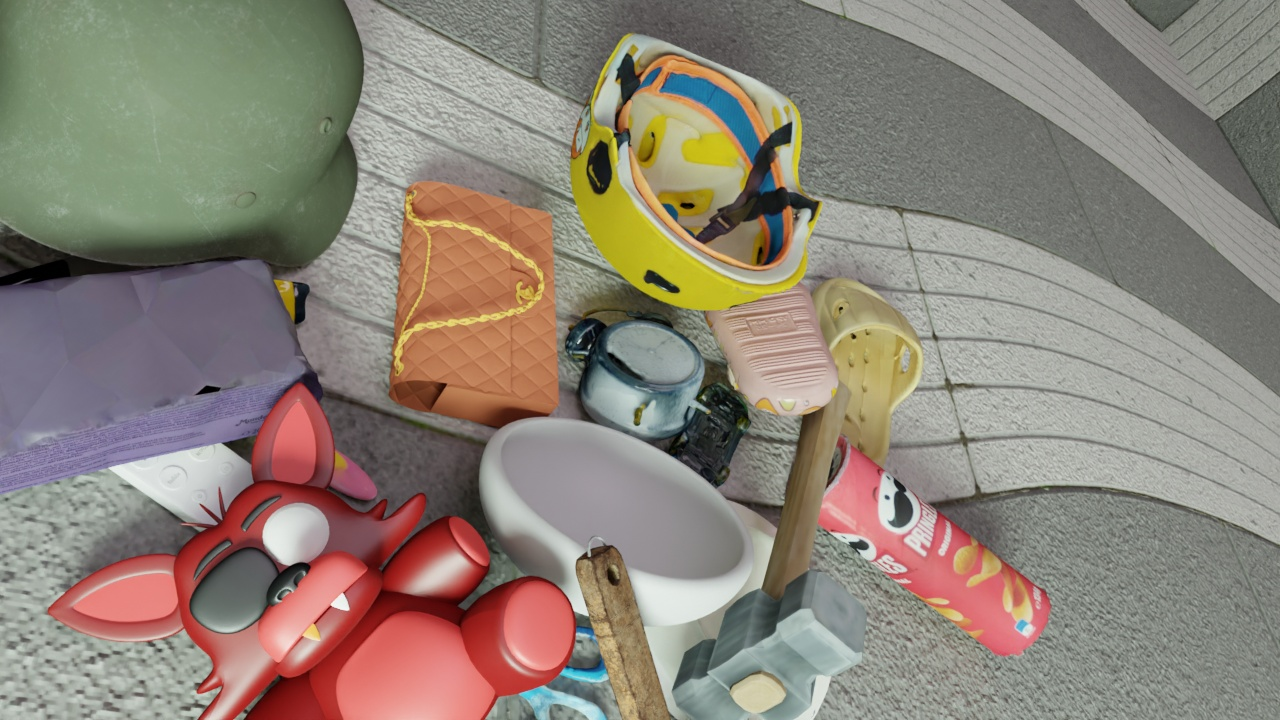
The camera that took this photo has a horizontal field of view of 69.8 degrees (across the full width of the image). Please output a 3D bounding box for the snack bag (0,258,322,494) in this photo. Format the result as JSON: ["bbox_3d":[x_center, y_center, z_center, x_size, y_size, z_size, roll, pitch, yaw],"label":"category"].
[{"bbox_3d":[-0.268,0.002,0.455,0.204,0.059,0.096,-15,70,-42],"label":"snack bag"}]

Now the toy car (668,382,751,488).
[{"bbox_3d":[0.051,0.060,0.708,0.048,0.032,0.105,39,41,-9],"label":"toy car"}]

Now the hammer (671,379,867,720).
[{"bbox_3d":[0.110,0.105,0.631,0.051,0.118,0.321,41,34,-6],"label":"hammer"}]

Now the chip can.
[{"bbox_3d":[0.230,0.155,0.753,0.233,0.073,0.073,37,43,-12],"label":"chip can"}]

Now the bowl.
[{"bbox_3d":[-0.022,0.108,0.567,0.176,0.066,0.176,22,18,-8],"label":"bowl"}]

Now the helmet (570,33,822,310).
[{"bbox_3d":[0.030,-0.132,0.761,0.209,0.140,0.239,11,61,-30],"label":"helmet"}]

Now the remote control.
[{"bbox_3d":[-0.255,0.048,0.486,0.136,0.013,0.043,39,43,-9],"label":"remote control"}]

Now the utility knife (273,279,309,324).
[{"bbox_3d":[-0.269,-0.032,0.529,0.155,0.017,0.030,-6,93,-43],"label":"utility knife"}]

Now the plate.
[{"bbox_3d":[0.070,0.173,0.638,0.182,0.034,0.182,21,48,-26],"label":"plate"}]

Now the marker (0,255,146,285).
[{"bbox_3d":[-0.304,-0.054,0.524,0.138,0.016,0.022,-31,108,-48],"label":"marker"}]

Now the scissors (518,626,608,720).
[{"bbox_3d":[-0.073,0.175,0.540,0.140,0.015,0.083,28,47,-17],"label":"scissors"}]

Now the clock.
[{"bbox_3d":[-0.004,0.004,0.682,0.090,0.052,0.129,-7,43,-28],"label":"clock"}]

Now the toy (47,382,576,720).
[{"bbox_3d":[-0.148,0.125,0.441,0.197,0.121,0.158,42,68,0],"label":"toy"}]

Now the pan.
[{"bbox_3d":[0.027,0.258,0.465,0.207,0.040,0.357,-20,90,-56],"label":"pan"}]

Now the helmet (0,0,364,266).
[{"bbox_3d":[-0.264,-0.175,0.538,0.227,0.154,0.267,37,43,-9],"label":"helmet"}]

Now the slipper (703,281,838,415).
[{"bbox_3d":[0.105,-0.002,0.765,0.093,0.082,0.197,-5,32,-2],"label":"slipper"}]

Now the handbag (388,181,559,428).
[{"bbox_3d":[-0.115,-0.045,0.638,0.108,0.060,0.171,14,52,-26],"label":"handbag"}]

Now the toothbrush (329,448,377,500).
[{"bbox_3d":[-0.208,0.038,0.532,0.135,0.016,0.021,41,41,-10],"label":"toothbrush"}]

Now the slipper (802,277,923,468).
[{"bbox_3d":[0.209,-0.002,0.852,0.111,0.079,0.260,32,45,-11],"label":"slipper"}]
